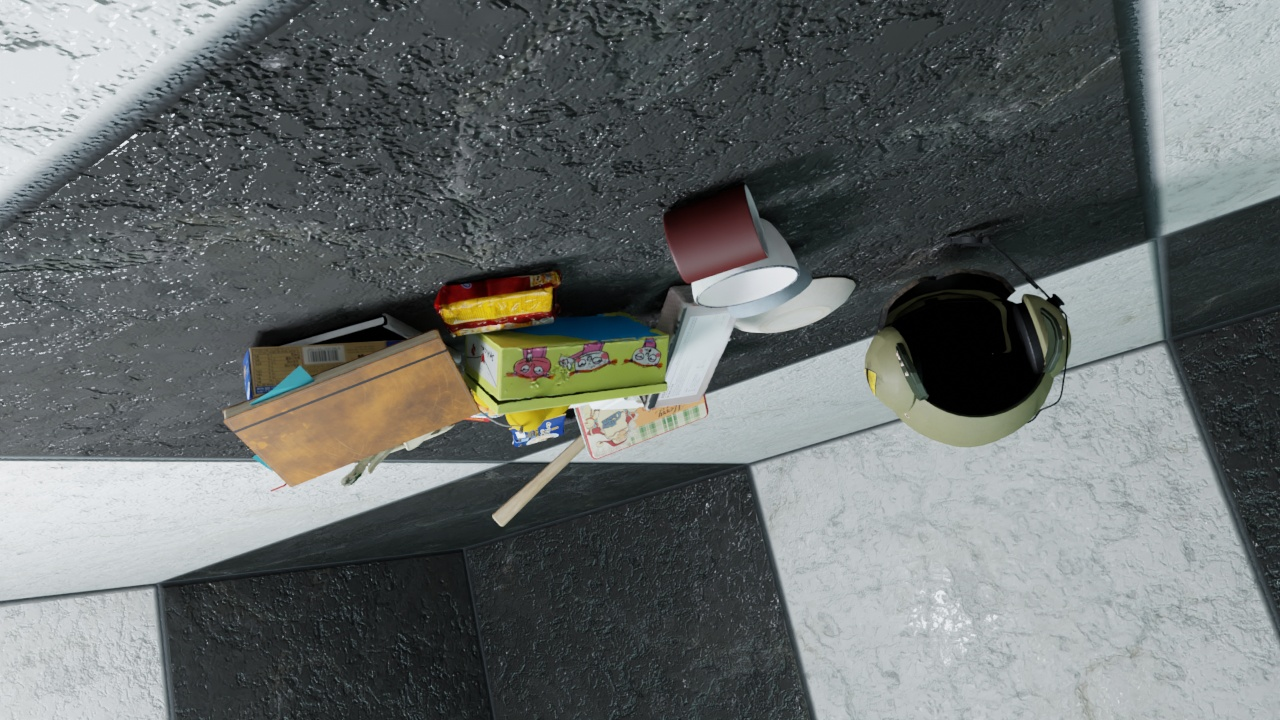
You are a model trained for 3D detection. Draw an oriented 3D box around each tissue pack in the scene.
[{"bbox_3d":[0.060,-0.023,1.187,0.103,0.071,0.182,-9,133,-29],"label":"tissue pack"}]

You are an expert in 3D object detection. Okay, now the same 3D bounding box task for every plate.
[{"bbox_3d":[0.216,-0.070,1.310,0.188,0.027,0.189,-13,166,-3],"label":"plate"}]

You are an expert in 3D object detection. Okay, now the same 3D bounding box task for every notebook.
[{"bbox_3d":[-0.316,0.055,0.999,0.249,0.014,0.179,-22,147,-6],"label":"notebook"},{"bbox_3d":[-0.321,-0.006,1.090,0.149,0.016,0.206,-15,166,9],"label":"notebook"}]

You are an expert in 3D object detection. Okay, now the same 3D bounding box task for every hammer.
[{"bbox_3d":[-0.116,0.153,1.511,0.322,0.051,0.117,-43,178,-4],"label":"hammer"}]

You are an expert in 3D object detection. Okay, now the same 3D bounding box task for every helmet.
[{"bbox_3d":[0.410,-0.016,1.189,0.250,0.255,0.233,-14,163,6],"label":"helmet"}]

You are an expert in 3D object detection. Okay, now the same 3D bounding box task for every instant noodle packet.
[{"bbox_3d":[-0.160,0.108,1.435,0.087,0.026,0.134,-14,167,-9],"label":"instant noodle packet"},{"bbox_3d":[-0.150,-0.061,0.986,0.135,0.039,0.099,-9,167,-7],"label":"instant noodle packet"}]

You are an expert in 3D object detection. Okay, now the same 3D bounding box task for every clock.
[{"bbox_3d":[-0.144,0.032,1.158,0.151,0.113,0.052,-41,156,-43],"label":"clock"}]

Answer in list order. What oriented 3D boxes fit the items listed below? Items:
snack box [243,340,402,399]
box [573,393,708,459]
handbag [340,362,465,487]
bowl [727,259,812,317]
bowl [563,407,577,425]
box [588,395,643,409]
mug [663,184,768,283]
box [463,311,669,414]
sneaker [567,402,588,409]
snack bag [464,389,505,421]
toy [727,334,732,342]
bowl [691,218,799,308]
[{"bbox_3d":[-0.324,0.015,1.015,0.206,0.057,0.056,-4,165,-29],"label":"snack box"},{"bbox_3d":[-0.001,0.067,1.427,0.205,0.050,0.118,-19,123,-11],"label":"box"},{"bbox_3d":[-0.308,0.081,1.174,0.183,0.132,0.229,-14,170,-18],"label":"handbag"},{"bbox_3d":[0.145,-0.093,1.078,0.106,0.039,0.106,-25,-164,8],"label":"bowl"},{"bbox_3d":[-0.147,0.071,1.474,0.124,0.052,0.124,-13,166,-3],"label":"bowl"},{"bbox_3d":[-0.003,0.005,1.255,0.109,0.103,0.130,-1,159,-37],"label":"box"},{"bbox_3d":[0.075,-0.126,0.899,0.083,0.073,0.105,-17,-165,15],"label":"mug"},{"bbox_3d":[-0.086,-0.002,1.088,0.220,0.082,0.124,-4,-161,-31],"label":"box"},{"bbox_3d":[-0.142,0.035,1.294,0.236,0.090,0.105,-8,170,-40],"label":"sneaker"},{"bbox_3d":[-0.217,0.059,1.386,0.144,0.039,0.130,-25,162,23],"label":"snack bag"},{"bbox_3d":[0.081,-0.027,1.343,0.099,0.036,0.080,-8,176,-4],"label":"toy"},{"bbox_3d":[0.107,-0.107,0.987,0.116,0.065,0.116,-13,166,-3],"label":"bowl"}]
